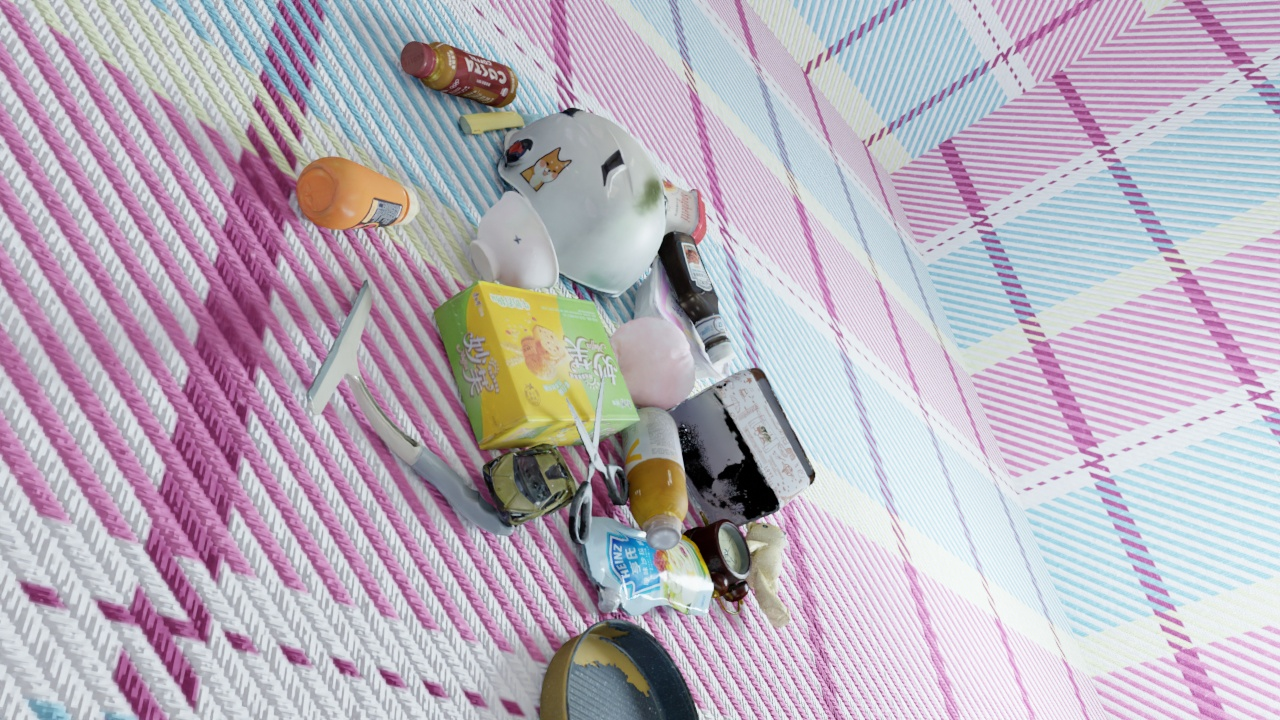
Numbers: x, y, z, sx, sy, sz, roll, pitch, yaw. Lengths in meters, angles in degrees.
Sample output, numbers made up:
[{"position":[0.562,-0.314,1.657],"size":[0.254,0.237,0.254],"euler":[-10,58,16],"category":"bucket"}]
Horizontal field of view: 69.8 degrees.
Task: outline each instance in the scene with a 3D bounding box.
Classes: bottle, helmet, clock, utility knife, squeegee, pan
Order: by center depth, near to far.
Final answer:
[{"position":[-0.195,0.074,0.800],"size":[0.246,0.039,0.246],"euler":[55,8,-24],"category":"squeegee"},{"position":[0.051,0.375,0.874],"size":[0.357,0.078,0.197],"euler":[41,33,-32],"category":"pan"},{"position":[-0.264,-0.156,0.892],"size":[0.066,0.067,0.149],"euler":[64,20,7],"category":"bottle"},{"position":[0.017,0.132,1.040],"size":[0.068,0.068,0.189],"euler":[42,23,-30],"category":"bottle"},{"position":[0.094,0.245,1.098],"size":[0.082,0.055,0.121],"euler":[28,43,-46],"category":"clock"},{"position":[-0.226,-0.361,1.153],"size":[0.174,0.058,0.057],"euler":[-7,69,-61],"category":"bottle"},{"position":[-0.056,-0.225,1.199],"size":[0.229,0.157,0.273],"euler":[23,44,-50],"category":"helmet"},{"position":[-0.181,-0.323,1.235],"size":[0.031,0.022,0.215],"euler":[59,34,-2],"category":"utility knife"},{"position":[0.081,-0.087,1.288],"size":[0.079,0.044,0.194],"euler":[3,62,-57],"category":"bottle"}]

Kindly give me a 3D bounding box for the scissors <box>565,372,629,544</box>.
[{"position":[-0.044,0.101,0.941],"size":[0.159,0.014,0.179],"euler":[34,62,-62],"category":"scissors"}]

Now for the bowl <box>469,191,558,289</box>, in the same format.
[{"position":[-0.150,-0.122,1.024],"size":[0.064,0.118,0.118],"euler":[-29,89,-24],"category":"bowl"}]

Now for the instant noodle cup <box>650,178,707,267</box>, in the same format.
[{"position":[0.022,-0.218,1.386],"size":[0.124,0.117,0.116],"euler":[29,38,-25],"category":"instant noodle cup"}]

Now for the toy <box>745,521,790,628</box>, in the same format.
[{"position":[0.164,0.271,1.179],"size":[0.105,0.066,0.157],"euler":[50,22,-30],"category":"toy"}]

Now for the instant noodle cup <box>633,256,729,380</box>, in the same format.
[{"position":[0.055,-0.049,1.318],"size":[0.173,0.060,0.137],"euler":[42,32,-29],"category":"instant noodle cup"}]

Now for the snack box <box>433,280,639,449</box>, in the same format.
[{"position":[-0.106,0.008,0.980],"size":[0.209,0.070,0.157],"euler":[5,59,-58],"category":"snack box"}]

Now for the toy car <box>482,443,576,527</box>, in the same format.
[{"position":[-0.103,0.118,0.885],"size":[0.070,0.042,0.158],"euler":[63,15,6],"category":"toy car"}]

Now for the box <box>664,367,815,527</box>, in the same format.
[{"position":[0.140,0.111,1.206],"size":[0.173,0.152,0.182],"euler":[-24,84,-45],"category":"box"}]

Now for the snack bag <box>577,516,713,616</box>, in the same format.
[{"position":[0.005,0.224,0.991],"size":[0.190,0.039,0.110],"euler":[19,50,-49],"category":"snack bag"}]

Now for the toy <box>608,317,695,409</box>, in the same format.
[{"position":[-0.007,0.007,1.125],"size":[0.159,0.054,0.121],"euler":[-10,72,-27],"category":"toy"}]
